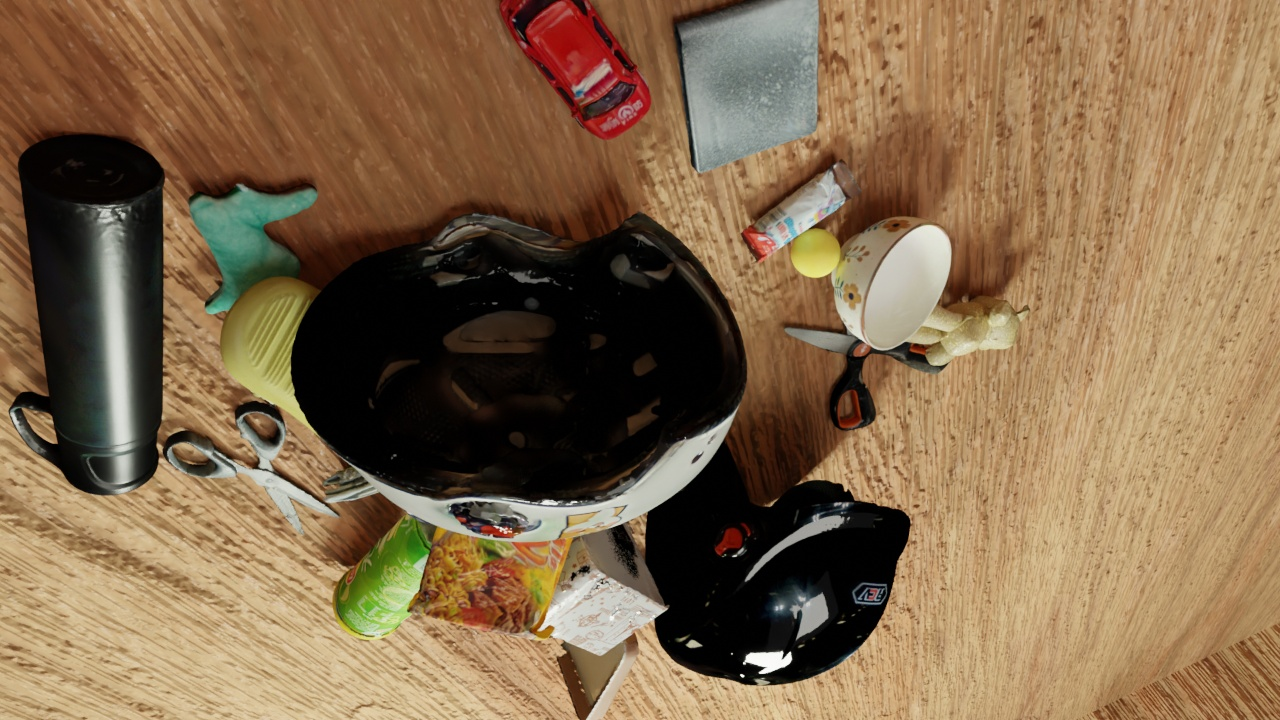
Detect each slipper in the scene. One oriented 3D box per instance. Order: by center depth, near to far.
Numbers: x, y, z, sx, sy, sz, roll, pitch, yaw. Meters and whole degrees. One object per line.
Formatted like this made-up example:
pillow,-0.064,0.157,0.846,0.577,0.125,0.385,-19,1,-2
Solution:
slipper,-0.226,0.000,0.635,0.091,0.082,0.190,-61,154,-14

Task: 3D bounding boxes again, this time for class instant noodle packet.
instant noodle packet,-0.102,0.136,0.675,0.110,0.044,0.128,17,87,-9

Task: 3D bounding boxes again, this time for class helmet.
helmet,-0.071,0.026,0.609,0.274,0.229,0.157,-9,142,-8
helmet,0.131,0.206,0.914,0.233,0.230,0.275,21,160,-41

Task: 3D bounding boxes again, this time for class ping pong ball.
ping pong ball,0.144,-0.088,0.755,0.040,0.040,0.040,-15,138,-14

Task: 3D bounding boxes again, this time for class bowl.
bowl,0.203,-0.073,0.775,0.113,0.062,0.114,-23,130,-30

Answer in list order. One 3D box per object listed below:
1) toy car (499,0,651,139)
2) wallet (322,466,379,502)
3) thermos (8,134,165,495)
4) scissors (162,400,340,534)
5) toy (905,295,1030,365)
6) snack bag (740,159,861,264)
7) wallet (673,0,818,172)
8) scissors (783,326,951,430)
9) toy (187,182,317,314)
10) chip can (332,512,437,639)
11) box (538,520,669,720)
toy car,-0.036,-0.182,0.562,0.053,0.045,0.120,-35,141,12
wallet,-0.180,0.084,0.733,0.129,0.037,0.106,-20,-178,-6
thermos,-0.341,-0.016,0.560,0.090,0.068,0.243,8,130,-20
scissors,-0.305,0.092,0.736,0.165,0.014,0.163,7,132,-35
toy,0.298,-0.037,0.870,0.157,0.066,0.105,3,145,-31
snack bag,0.124,-0.116,0.727,0.105,0.026,0.045,-36,135,8
wallet,0.075,-0.191,0.631,0.097,0.019,0.121,-19,140,-5
scissors,0.222,0.000,0.902,0.220,0.021,0.225,-6,134,-23
toy,-0.244,-0.075,0.578,0.096,0.030,0.092,-24,142,-12
chip can,-0.195,0.174,0.784,0.072,0.072,0.222,9,146,-34
box,-0.060,0.193,0.840,0.130,0.179,0.273,-20,138,-11
